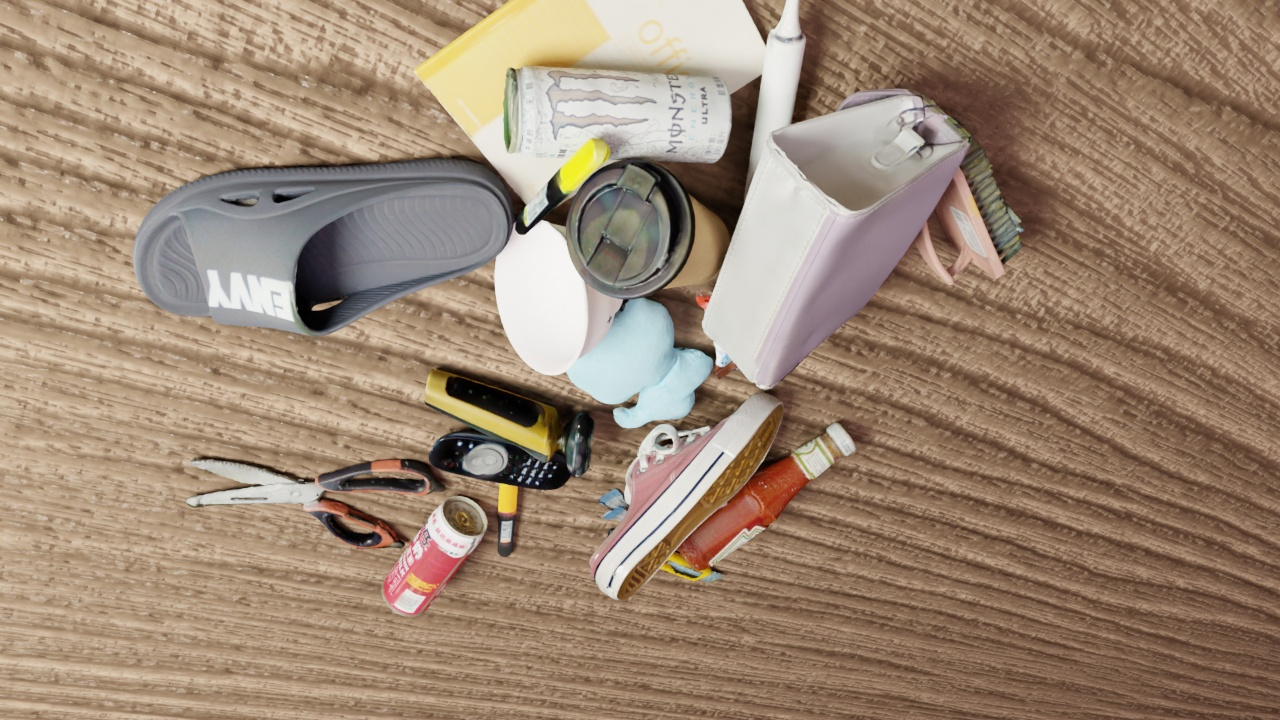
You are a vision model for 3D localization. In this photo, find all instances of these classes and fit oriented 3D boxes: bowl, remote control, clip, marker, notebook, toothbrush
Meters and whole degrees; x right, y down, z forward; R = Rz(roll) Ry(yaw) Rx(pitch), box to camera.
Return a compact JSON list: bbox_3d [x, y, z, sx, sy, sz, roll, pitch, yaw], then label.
[{"bbox_3d":[-0.053,-0.052,0.698,0.064,0.118,0.119,-14,139,-39],"label":"bowl"},{"bbox_3d":[-0.128,0.090,0.849,0.136,0.024,0.053,16,125,-26],"label":"remote control"},{"bbox_3d":[-0.017,0.155,0.942,0.027,0.044,0.058,-37,135,16],"label":"clip"},{"bbox_3d":[-0.134,0.158,0.916,0.018,0.015,0.124,-1,134,-12],"label":"marker"},{"bbox_3d":[-0.027,-0.199,0.624,0.206,0.010,0.146,-30,133,12],"label":"notebook"},{"bbox_3d":[0.097,-0.197,0.634,0.027,0.026,0.221,9,138,6],"label":"toothbrush"},{"bbox_3d":[-0.056,-0.115,0.621,0.015,0.018,0.124,-5,165,-34],"label":"marker"}]

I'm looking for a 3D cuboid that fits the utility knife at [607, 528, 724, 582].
[{"bbox_3d":[0.029,0.220,1.012,0.177,0.015,0.033,29,122,-34],"label":"utility knife"}]

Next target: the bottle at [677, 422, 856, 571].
[{"bbox_3d":[0.125,0.134,0.926,0.206,0.059,0.060,-36,131,6],"label":"bottle"}]

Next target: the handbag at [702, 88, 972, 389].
[{"bbox_3d":[0.135,-0.090,0.674,0.144,0.098,0.197,-25,154,-27],"label":"handbag"}]

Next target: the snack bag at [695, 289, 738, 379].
[{"bbox_3d":[0.075,-0.029,0.793,0.045,0.026,0.105,-30,134,-11],"label":"snack bag"}]

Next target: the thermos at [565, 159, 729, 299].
[{"bbox_3d":[0.013,-0.088,0.651,0.093,0.093,0.143,-40,165,21],"label":"thermos"}]

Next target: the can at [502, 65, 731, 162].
[{"bbox_3d":[-0.016,-0.163,0.612,0.146,0.058,0.058,-1,131,-15],"label":"can"}]

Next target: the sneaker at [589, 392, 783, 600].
[{"bbox_3d":[0.032,0.108,0.852,0.240,0.088,0.118,-45,154,-10],"label":"sneaker"}]

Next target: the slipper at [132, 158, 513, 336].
[{"bbox_3d":[-0.220,-0.075,0.636,0.268,0.083,0.111,-10,131,-4],"label":"slipper"}]

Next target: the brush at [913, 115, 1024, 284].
[{"bbox_3d":[0.246,-0.124,0.728,0.073,0.063,0.145,-38,130,6],"label":"brush"}]

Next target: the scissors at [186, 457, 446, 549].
[{"bbox_3d":[-0.291,0.125,0.843,0.189,0.015,0.224,-27,133,10],"label":"scissors"}]

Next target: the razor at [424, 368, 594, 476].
[{"bbox_3d":[-0.110,0.048,0.799,0.167,0.062,0.068,24,143,-24],"label":"razor"}]

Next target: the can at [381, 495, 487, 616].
[{"bbox_3d":[-0.203,0.193,0.901,0.053,0.053,0.133,21,123,-30],"label":"can"}]

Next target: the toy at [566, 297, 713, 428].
[{"bbox_3d":[-0.005,0.005,0.788,0.156,0.049,0.162,1,136,-28],"label":"toy"}]
